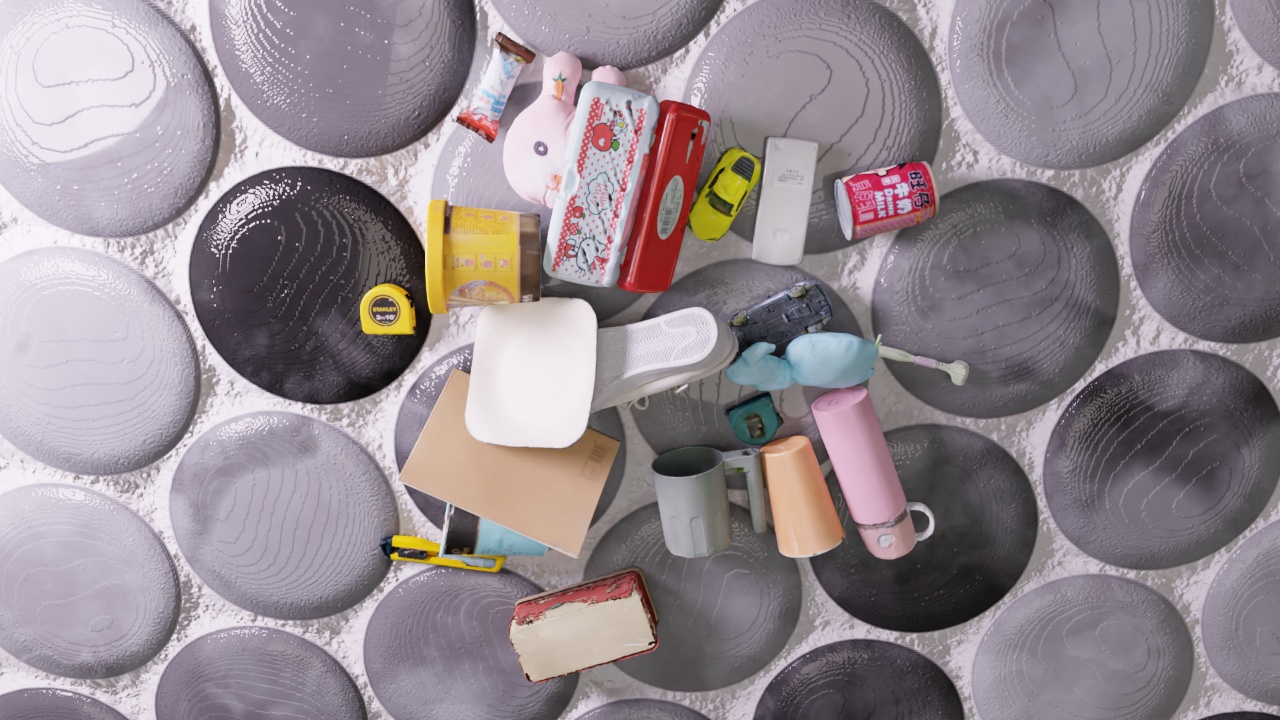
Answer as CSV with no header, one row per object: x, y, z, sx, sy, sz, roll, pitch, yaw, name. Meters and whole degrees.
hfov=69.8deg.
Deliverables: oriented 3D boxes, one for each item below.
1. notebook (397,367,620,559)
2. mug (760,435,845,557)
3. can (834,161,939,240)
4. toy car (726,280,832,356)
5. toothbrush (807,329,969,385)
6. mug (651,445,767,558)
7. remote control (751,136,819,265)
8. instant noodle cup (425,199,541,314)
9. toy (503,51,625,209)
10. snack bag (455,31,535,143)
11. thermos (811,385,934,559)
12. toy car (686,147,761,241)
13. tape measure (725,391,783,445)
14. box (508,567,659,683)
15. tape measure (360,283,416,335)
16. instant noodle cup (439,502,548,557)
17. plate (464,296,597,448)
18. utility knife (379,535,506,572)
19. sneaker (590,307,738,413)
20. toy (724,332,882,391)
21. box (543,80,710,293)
-0.139,0.111,1.019,0.211,0.149,0.012,25,148,-6,notebook
0.181,0.152,1.049,0.078,0.078,0.123,-16,100,5,mug
0.257,-0.168,0.961,0.094,0.066,0.066,-13,105,4,can
0.153,-0.045,1.013,0.121,0.036,0.054,-26,106,18,toy car
0.276,-0.008,1.030,0.189,0.020,0.029,14,75,-2,toothbrush
0.080,0.158,1.044,0.124,0.083,0.103,-8,107,4,mug
0.154,-0.170,0.985,0.056,0.019,0.135,5,105,-1,remote control
-0.162,-0.108,0.961,0.114,0.118,0.118,-1,105,-7,instant noodle cup
-0.076,-0.237,0.955,0.121,0.054,0.159,14,97,-5,toy
-0.151,-0.283,0.954,0.048,0.026,0.104,27,105,-19,snack bag
0.266,0.127,1.040,0.087,0.067,0.198,-19,103,21,thermos
0.089,-0.175,0.979,0.048,0.032,0.105,29,105,-8,toy car
0.132,0.069,1.049,0.058,0.025,0.054,-23,103,7,tape measure
-0.067,0.318,1.093,0.168,0.077,0.091,-17,105,5,box
-0.279,-0.056,1.016,0.060,0.029,0.057,-1,106,1,tape measure
-0.161,0.177,1.047,0.120,0.111,0.111,10,105,-12,instant noodle cup
-0.113,0.014,0.997,0.164,0.034,0.164,2,82,29,plate
-0.238,0.232,1.102,0.154,0.015,0.033,8,108,-2,utility knife
-0.006,0.006,1.013,0.243,0.090,0.089,-18,72,24,sneaker
0.185,0.002,0.998,0.157,0.049,0.161,-24,148,37,toy
-0.009,-0.170,0.939,0.159,0.065,0.201,4,108,-31,box
